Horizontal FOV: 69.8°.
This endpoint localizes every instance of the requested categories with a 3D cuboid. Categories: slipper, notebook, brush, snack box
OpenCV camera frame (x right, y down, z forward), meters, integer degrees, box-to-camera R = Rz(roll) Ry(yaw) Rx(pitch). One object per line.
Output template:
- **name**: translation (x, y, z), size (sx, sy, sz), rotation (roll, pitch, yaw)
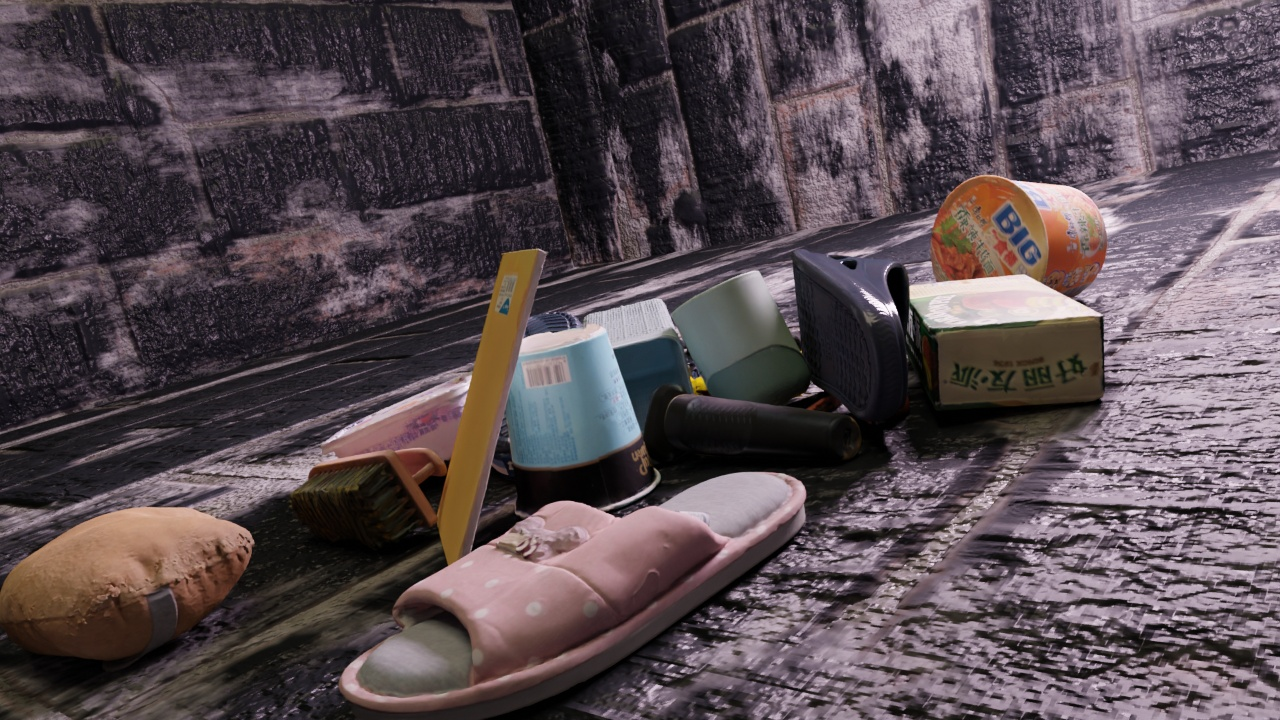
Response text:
- **slipper**: translation (-0.021, 0.101, 0.469), size (0.273, 0.054, 0.114), rotation (-19, 12, -34)
- **notebook**: translation (-0.105, 0.027, 0.616), size (0.010, 0.206, 0.146), rotation (14, 1, -17)
- **slipper**: translation (0.177, -0.025, 0.717), size (0.083, 0.111, 0.268), rotation (-7, 15, -1)
- **slipper**: translation (-0.092, 0.036, 0.844), size (0.105, 0.095, 0.252), rotation (-14, 27, -1)
- **brush**: translation (-0.207, 0.098, 0.690), size (0.146, 0.063, 0.072), rotation (-12, 24, 46)
- **snack box**: translation (0.277, -0.022, 0.735), size (0.114, 0.063, 0.239), rotation (-5, 11, 11)

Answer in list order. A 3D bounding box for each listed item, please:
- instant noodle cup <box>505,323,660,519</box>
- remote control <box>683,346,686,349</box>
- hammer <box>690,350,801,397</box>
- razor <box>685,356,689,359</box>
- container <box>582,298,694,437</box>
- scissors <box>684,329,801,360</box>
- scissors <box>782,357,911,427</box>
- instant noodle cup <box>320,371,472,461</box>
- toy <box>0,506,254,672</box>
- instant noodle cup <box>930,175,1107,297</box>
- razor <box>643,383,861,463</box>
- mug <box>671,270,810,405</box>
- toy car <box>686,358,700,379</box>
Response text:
- **instant noodle cup**: translation (-0.051, 0.040, 0.663), size (0.111, 0.120, 0.111), rotation (-12, 10, 2)
- **remote control**: translation (0.101, -0.011, 1.046), size (0.053, 0.024, 0.137), rotation (-21, 12, -34)
- **hammer**: translation (0.171, -0.009, 0.923), size (0.299, 0.033, 0.129), rotation (-21, 13, -39)
- **razor**: translation (0.063, 0.002, 1.032), size (0.042, 0.022, 0.143), rotation (-16, 10, -28)
- **container**: translation (-0.005, 0.005, 0.821), size (0.090, 0.090, 0.111), rotation (-13, 24, 2)
- **scissors**: translation (0.059, -0.009, 0.909), size (0.235, 0.022, 0.124), rotation (-8, 11, 27)
- **scissors**: translation (0.187, 0.025, 0.762), size (0.196, 0.015, 0.214), rotation (-15, 9, -11)
- **instant noodle cup**: translation (-0.205, 0.066, 0.836), size (0.138, 0.060, 0.173), rotation (-24, 5, -7)
- **toy**: translation (-0.352, 0.142, 0.615), size (0.143, 0.082, 0.226), rotation (-14, 6, -37)
- **instant noodle cup**: translation (0.397, -0.118, 0.955), size (0.111, 0.151, 0.151), rotation (-8, 7, -25)
- **razor**: translation (0.078, 0.051, 0.667), size (0.168, 0.062, 0.067), rotation (2, -15, 38)
- **mug**: translation (0.089, -0.009, 0.767), size (0.082, 0.106, 0.111), rotation (-29, -6, 19)
- **toy car**: translation (0.036, 0.017, 0.945), size (0.049, 0.031, 0.105), rotation (-9, 4, 18)
